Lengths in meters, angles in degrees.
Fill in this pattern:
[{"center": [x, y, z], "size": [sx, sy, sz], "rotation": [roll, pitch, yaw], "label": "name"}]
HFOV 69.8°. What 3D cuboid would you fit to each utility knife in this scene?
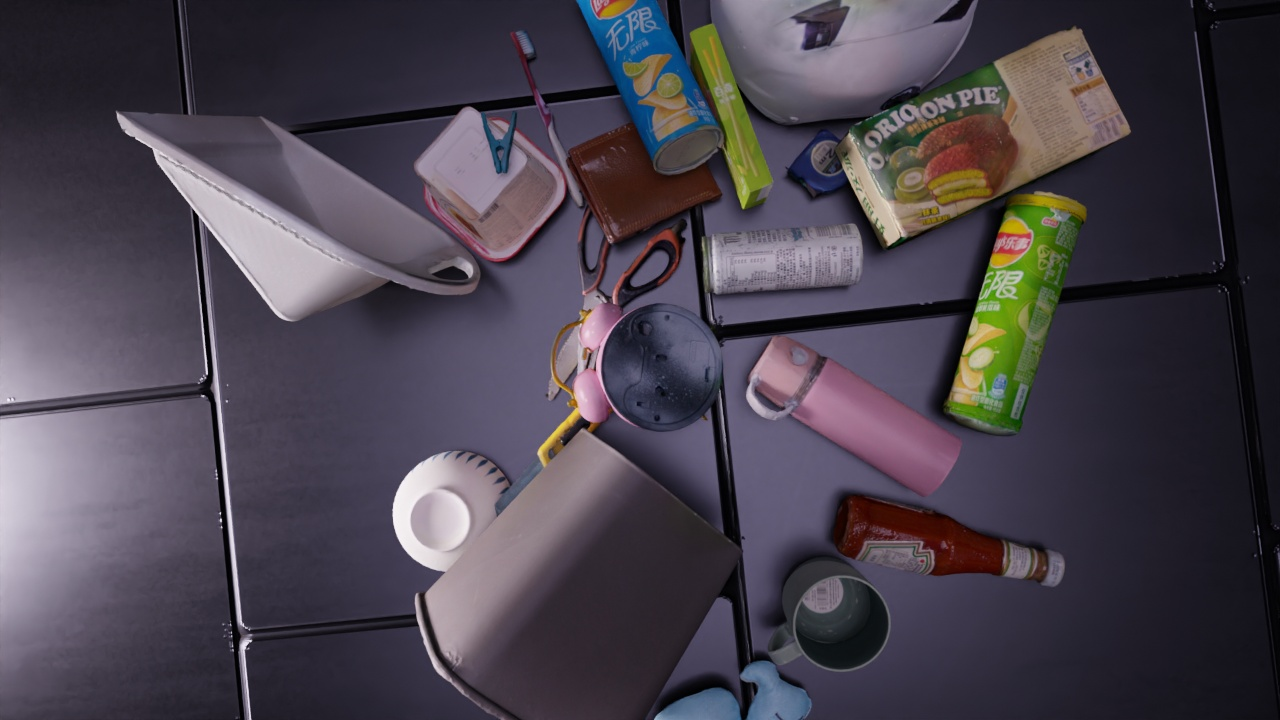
[{"center": [-0.063, 0.071, 0.875], "size": [0.033, 0.015, 0.218], "rotation": [44, 80, -8], "label": "utility knife"}]

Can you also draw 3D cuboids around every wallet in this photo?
[{"center": [0.004, -0.177, 0.881], "size": [0.124, 0.032, 0.101], "rotation": [-26, 84, -9], "label": "wallet"}]

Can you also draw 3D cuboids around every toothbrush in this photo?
[{"center": [-0.089, -0.239, 0.905], "size": [0.017, 0.016, 0.187], "rotation": [-21, 87, -8], "label": "toothbrush"}]

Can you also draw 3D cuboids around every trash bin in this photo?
[{"center": [-0.047, 0.197, 0.799], "size": [0.198, 0.199, 0.219], "rotation": [41, 83, -19], "label": "trash bin"}]

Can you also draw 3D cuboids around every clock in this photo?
[{"center": [-0.005, 0.005, 0.853], "size": [0.158, 0.060, 0.117], "rotation": [7, 86, -16], "label": "clock"}]

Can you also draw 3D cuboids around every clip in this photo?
[{"center": [-0.119, -0.186, 0.781], "size": [0.034, 0.013, 0.055], "rotation": [0, 85, 3], "label": "clip"}]

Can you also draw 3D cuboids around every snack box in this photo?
[{"center": [0.083, -0.225, 0.860], "size": [0.026, 0.086, 0.156], "rotation": [-20, 88, 2], "label": "snack box"}, {"center": [0.312, -0.203, 0.845], "size": [0.240, 0.063, 0.114], "rotation": [-26, 87, -4], "label": "snack box"}]

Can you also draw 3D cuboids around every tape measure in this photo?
[{"center": [0.176, -0.187, 0.883], "size": [0.054, 0.025, 0.058], "rotation": [41, 87, 2], "label": "tape measure"}]

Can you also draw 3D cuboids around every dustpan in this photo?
[{"center": [-0.270, -0.141, 0.816], "size": [0.143, 0.222, 0.258], "rotation": [-29, 98, 14], "label": "dustpan"}]

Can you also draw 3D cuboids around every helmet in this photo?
[{"center": [0.193, -0.345, 0.826], "size": [0.259, 0.146, 0.229], "rotation": [-15, 88, 2], "label": "helmet"}]

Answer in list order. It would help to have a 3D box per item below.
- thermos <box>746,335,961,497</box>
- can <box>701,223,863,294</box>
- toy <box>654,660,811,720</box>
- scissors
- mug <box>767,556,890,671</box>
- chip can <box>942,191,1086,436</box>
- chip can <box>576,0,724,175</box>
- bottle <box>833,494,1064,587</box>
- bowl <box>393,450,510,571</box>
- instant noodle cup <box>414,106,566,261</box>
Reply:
[{"center": [0.192, 0.055, 0.851], "size": [0.198, 0.067, 0.087], "rotation": [31, 55, 2], "label": "thermos"}, {"center": [0.133, -0.095, 0.867], "size": [0.147, 0.058, 0.058], "rotation": [-4, 88, 3], "label": "can"}, {"center": [0.075, 0.356, 0.865], "size": [0.156, 0.050, 0.161], "rotation": [15, 88, -1], "label": "toy"}, {"center": [-0.028, -0.062, 0.896], "size": [0.213, 0.015, 0.197], "rotation": [-24, 88, 2], "label": "scissors"}, {"center": [0.163, 0.234, 0.834], "size": [0.112, 0.106, 0.082], "rotation": [-37, 88, 1], "label": "mug"}, {"center": [0.344, -0.040, 0.848], "size": [0.072, 0.072, 0.221], "rotation": [17, 89, 3], "label": "chip can"}, {"center": [0.003, -0.278, 0.850], "size": [0.071, 0.071, 0.210], "rotation": [-24, 75, 2], "label": "chip can"}, {"center": [0.287, 0.173, 0.854], "size": [0.206, 0.060, 0.060], "rotation": [12, 89, 1], "label": "bottle"}, {"center": [-0.182, 0.147, 0.874], "size": [0.116, 0.066, 0.116], "rotation": [0, 89, 3], "label": "bowl"}, {"center": [-0.143, -0.168, 0.851], "size": [0.116, 0.124, 0.116], "rotation": [42, 90, 3], "label": "instant noodle cup"}]
